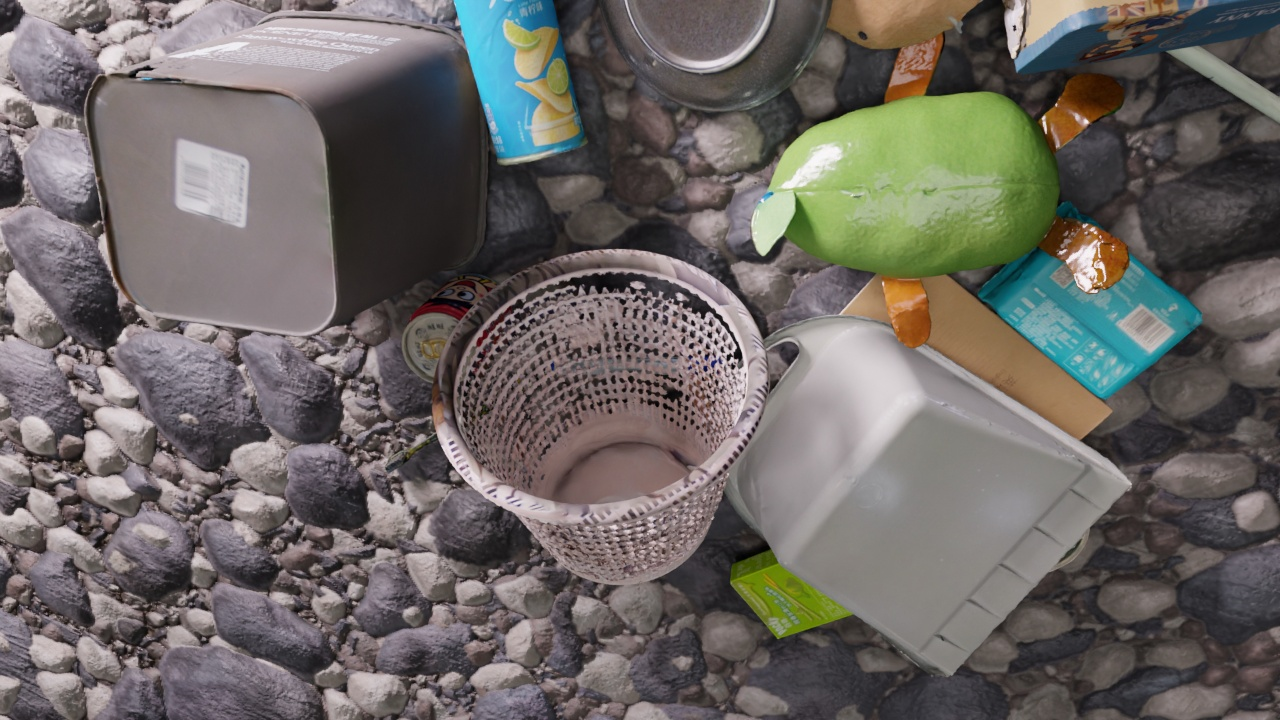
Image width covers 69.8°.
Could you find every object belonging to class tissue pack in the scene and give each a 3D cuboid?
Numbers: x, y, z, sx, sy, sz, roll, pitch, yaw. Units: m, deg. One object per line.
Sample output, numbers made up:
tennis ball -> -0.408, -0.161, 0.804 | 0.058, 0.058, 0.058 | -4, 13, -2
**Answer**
tissue pack -> 0.327, -0.042, 0.674 | 0.133, 0.050, 0.093 | 37, 116, -7

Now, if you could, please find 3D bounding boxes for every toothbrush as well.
toothbrush -> -0.158, 0.054, 0.814 | 0.186, 0.017, 0.012 | -31, 102, 20
toothbrush -> 0.362, -0.207, 0.614 | 0.189, 0.020, 0.029 | 28, 82, -5

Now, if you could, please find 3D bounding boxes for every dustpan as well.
dustpan -> 0.193, 0.089, 0.730 | 0.257, 0.142, 0.223 | 28, 109, -22

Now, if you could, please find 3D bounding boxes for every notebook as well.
notebook -> 0.240, 0.026, 0.733 | 0.211, 0.012, 0.150 | 38, 112, -4

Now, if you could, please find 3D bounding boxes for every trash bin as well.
trash bin -> -0.234, -0.132, 0.638 | 0.199, 0.219, 0.199 | 8, 114, 8
trash bin -> -0.020, 0.062, 0.685 | 0.227, 0.226, 0.192 | 3, 143, 8

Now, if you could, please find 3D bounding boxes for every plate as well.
plate -> 0.041, -0.252, 0.611 | 0.179, 0.024, 0.180 | 17, 127, 23

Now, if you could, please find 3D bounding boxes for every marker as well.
marker -> -0.005, 0.004, 0.768 | 0.146, 0.016, 0.017 | 0, 113, 9

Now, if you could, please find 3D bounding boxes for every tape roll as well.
tape roll -> 0.331, 0.141, 0.772 | 0.086, 0.013, 0.086 | 4, 113, 8

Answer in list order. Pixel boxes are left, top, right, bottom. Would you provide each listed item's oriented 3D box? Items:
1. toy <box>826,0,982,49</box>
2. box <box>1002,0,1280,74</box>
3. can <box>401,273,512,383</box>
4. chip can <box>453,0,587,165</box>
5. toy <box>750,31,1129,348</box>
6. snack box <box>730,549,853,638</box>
toy -> 0.163, -0.269, 0.592 | 0.226, 0.082, 0.143 | -43, 86, 25
box -> 0.322, -0.226, 0.555 | 0.184, 0.090, 0.061 | -8, 90, 0
can -> -0.146, -0.026, 0.736 | 0.066, 0.093, 0.067 | 3, 114, 8
chip can -> -0.095, -0.249, 0.643 | 0.071, 0.071, 0.210 | -8, 112, 13
toy -> 0.203, -0.121, 0.639 | 0.247, 0.089, 0.227 | 1, 95, 16
snack box -> 0.166, 0.187, 0.799 | 0.157, 0.026, 0.086 | -28, 114, 25
